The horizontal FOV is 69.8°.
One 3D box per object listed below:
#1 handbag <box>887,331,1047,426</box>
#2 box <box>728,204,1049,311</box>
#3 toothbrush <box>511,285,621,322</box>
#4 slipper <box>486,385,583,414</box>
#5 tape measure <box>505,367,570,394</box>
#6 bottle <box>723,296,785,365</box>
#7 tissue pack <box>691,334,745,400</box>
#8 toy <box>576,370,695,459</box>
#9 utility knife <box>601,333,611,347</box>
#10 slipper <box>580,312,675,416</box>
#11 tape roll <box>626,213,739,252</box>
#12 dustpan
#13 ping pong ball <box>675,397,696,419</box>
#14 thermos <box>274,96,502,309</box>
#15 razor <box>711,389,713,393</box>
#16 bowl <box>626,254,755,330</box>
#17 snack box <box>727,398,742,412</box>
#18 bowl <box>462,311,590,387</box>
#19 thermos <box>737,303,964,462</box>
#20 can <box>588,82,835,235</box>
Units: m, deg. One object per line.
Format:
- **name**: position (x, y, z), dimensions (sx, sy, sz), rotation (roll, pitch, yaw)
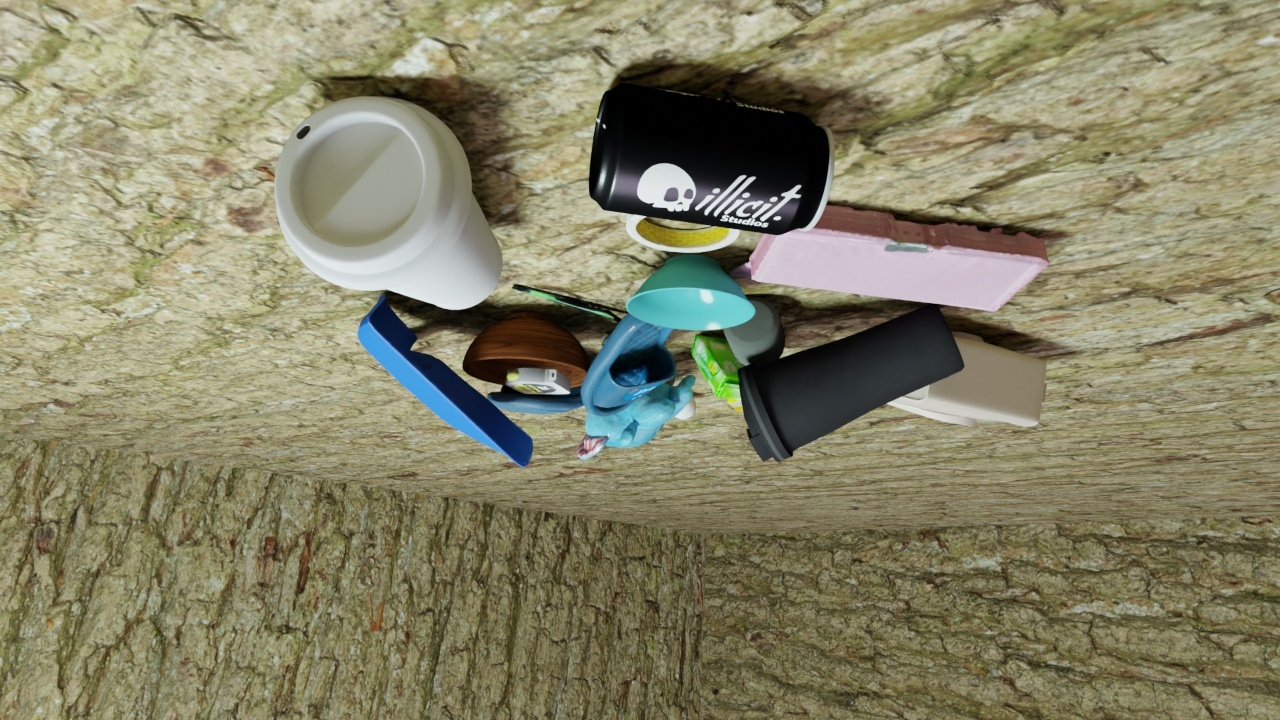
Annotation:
- **handbag**: position (0.332, 0.021, 1.075), dimensions (0.194, 0.101, 0.198), rotation (12, 175, -26)
- **box**: position (0.209, -0.075, 0.813), dimensions (0.232, 0.050, 0.180), rotation (6, 166, -7)
- **toothbrush**: position (-0.055, -0.058, 1.009), dimensions (0.187, 0.017, 0.014), rotation (16, 157, -28)
- **slipper**: position (-0.112, 0.032, 1.199), dimensions (0.104, 0.059, 0.213), rotation (9, -169, 27)
- **tape measure**: position (-0.115, 0.024, 1.035), dimensions (0.065, 0.016, 0.064), rotation (-1, 165, 17)
- **bottle**: position (0.124, -0.026, 0.986), dimensions (0.060, 0.060, 0.108), rotation (0, 164, 13)
- **tissue pack**: position (0.118, 0.012, 1.064), dimensions (0.099, 0.034, 0.114), rotation (10, -154, -22)
- **toy**: position (-0.005, 0.053, 1.170), dimensions (0.183, 0.115, 0.181), rotation (-39, -174, -27)
- **utility knife**: position (-0.029, -0.004, 1.178), dimensions (0.029, 0.020, 0.186), rotation (-18, 163, -1)
- **slipper**: position (-0.006, 0.006, 1.016), dimensions (0.103, 0.059, 0.214), rotation (-22, 156, -29)
- **tape roll**: position (0.035, -0.115, 0.758), dimensions (0.094, 0.019, 0.094), rotation (3, 165, 1)
- **dustpan**: position (-0.257, 0.009, 1.073), dimensions (0.245, 0.059, 0.258), rotation (49, 158, -28)
- **ping pong ball**: position (0.064, 0.068, 1.377), dimensions (0.040, 0.040, 0.040), rotation (3, 165, 1)
- **thermos**: position (-0.170, -0.100, 0.692), dimensions (0.131, 0.131, 0.222), rotation (2, 172, 6)
- **razor**: position (0.119, 0.027, 1.213), dimensions (0.044, 0.018, 0.141), rotation (7, 163, -8)
- **bowl**: position (0.048, -0.069, 0.871), dimensions (0.121, 0.046, 0.121), rotation (3, 165, 1)
- **snack box**: position (0.159, 0.045, 1.229), dimensions (0.075, 0.025, 0.152), rotation (-13, 170, 9)
- **bowl**: position (-0.128, -0.017, 1.059), dimensions (0.147, 0.068, 0.147), rotation (3, 165, 1)
- **thermos**: position (0.209, 0.019, 0.933), dimensions (0.219, 0.105, 0.106), rotation (-24, 157, 14)
- **can**: position (0.044, -0.128, 0.594), dimensions (0.146, 0.080, 0.080), rotation (7, 164, -10)
